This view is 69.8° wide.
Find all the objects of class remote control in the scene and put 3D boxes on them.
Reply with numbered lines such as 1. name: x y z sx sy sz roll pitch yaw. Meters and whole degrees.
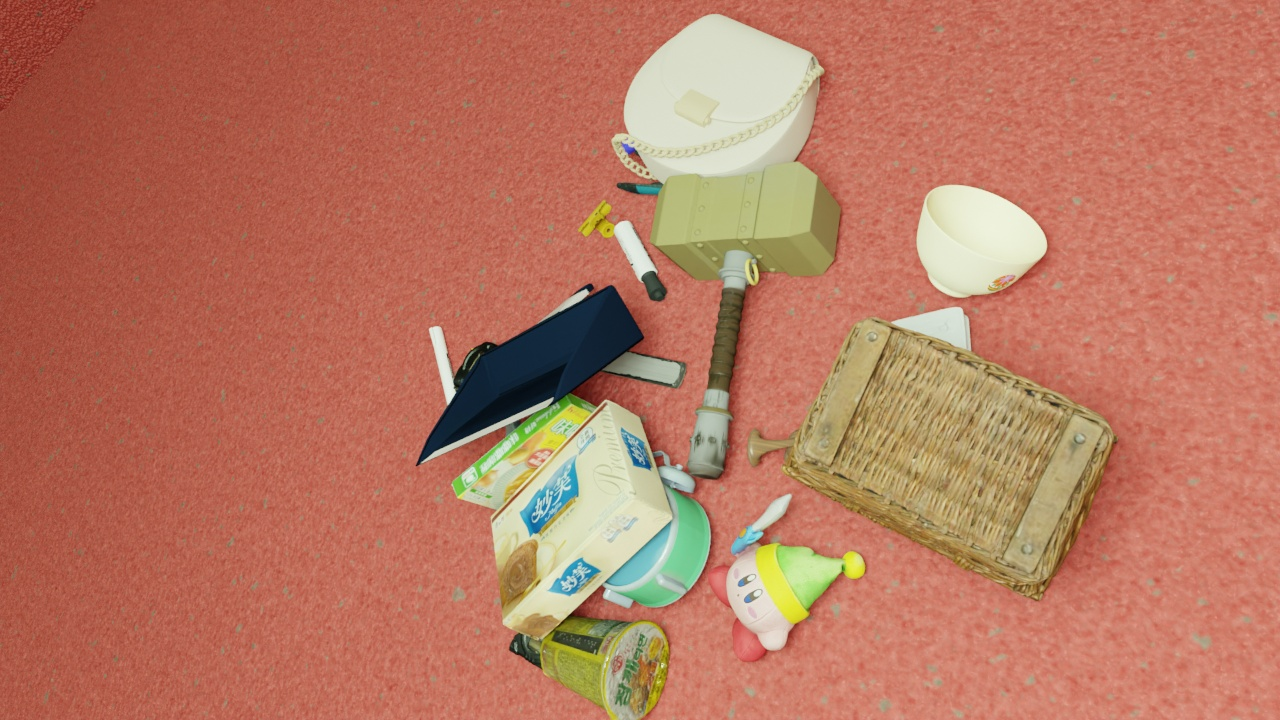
1. remote control: -0.006 0.006 1.079 0.137 0.013 0.033 11 76 37

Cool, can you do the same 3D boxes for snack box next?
1. snack box: -0.070 0.164 0.953 0.208 0.055 0.153 -46 35 20
2. snack box: -0.106 0.111 1.024 0.168 0.132 0.027 -39 55 13

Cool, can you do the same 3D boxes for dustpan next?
1. dustpan: -0.114 -0.007 1.028 0.237 0.272 0.080 -24 98 39

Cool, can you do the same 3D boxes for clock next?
1. clock: 0.011 0.172 0.963 0.122 0.075 0.161 -24 48 35

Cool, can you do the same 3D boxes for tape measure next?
1. tape measure: -0.199 0.013 1.181 0.071 0.042 0.072 13 76 39
2. tape measure: -0.103 0.302 1.001 0.067 0.038 0.062 19 81 37

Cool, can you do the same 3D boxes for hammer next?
1. hammer: 0.093 -0.035 0.980 0.191 0.100 0.324 1 72 33

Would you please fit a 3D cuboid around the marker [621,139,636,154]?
1. marker: 0.040 -0.308 1.175 0.142 0.020 0.020 -28 58 19

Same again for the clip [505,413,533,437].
1. clip: -0.127 0.068 1.121 0.108 0.028 0.163 -10 66 30

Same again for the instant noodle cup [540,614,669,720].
1. instant noodle cup: -0.042 0.305 0.933 0.108 0.102 0.102 1 71 42

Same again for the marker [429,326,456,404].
1. marker: -0.264 0.010 1.236 0.017 0.020 0.133 -34 56 21

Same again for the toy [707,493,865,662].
1. toy: 0.136 0.208 0.877 0.132 0.096 0.124 -45 45 31

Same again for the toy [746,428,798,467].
1. toy: 0.160 0.086 0.917 0.102 0.054 0.041 -16 64 52

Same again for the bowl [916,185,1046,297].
1. bowl: 0.313 -0.103 0.877 0.118 0.117 0.074 57 146 35

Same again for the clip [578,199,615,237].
1. clip: -0.051 -0.176 1.182 0.053 0.035 0.046 -48 35 5

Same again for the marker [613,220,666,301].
1. marker: 0.000 -0.120 1.120 0.025 0.025 0.125 -36 56 15

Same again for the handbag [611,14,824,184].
1. handbag: 0.094 -0.292 1.083 0.211 0.103 0.208 34 83 27

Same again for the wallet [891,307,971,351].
1. wallet: 0.281 0.010 0.887 0.086 0.032 0.116 -7 71 40

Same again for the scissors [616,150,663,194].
1. scissors: 0.030 -0.228 1.150 0.122 0.019 0.149 -31 59 17

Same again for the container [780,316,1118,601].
1. container: 0.249 0.073 0.747 0.250 0.183 0.162 26 87 19
